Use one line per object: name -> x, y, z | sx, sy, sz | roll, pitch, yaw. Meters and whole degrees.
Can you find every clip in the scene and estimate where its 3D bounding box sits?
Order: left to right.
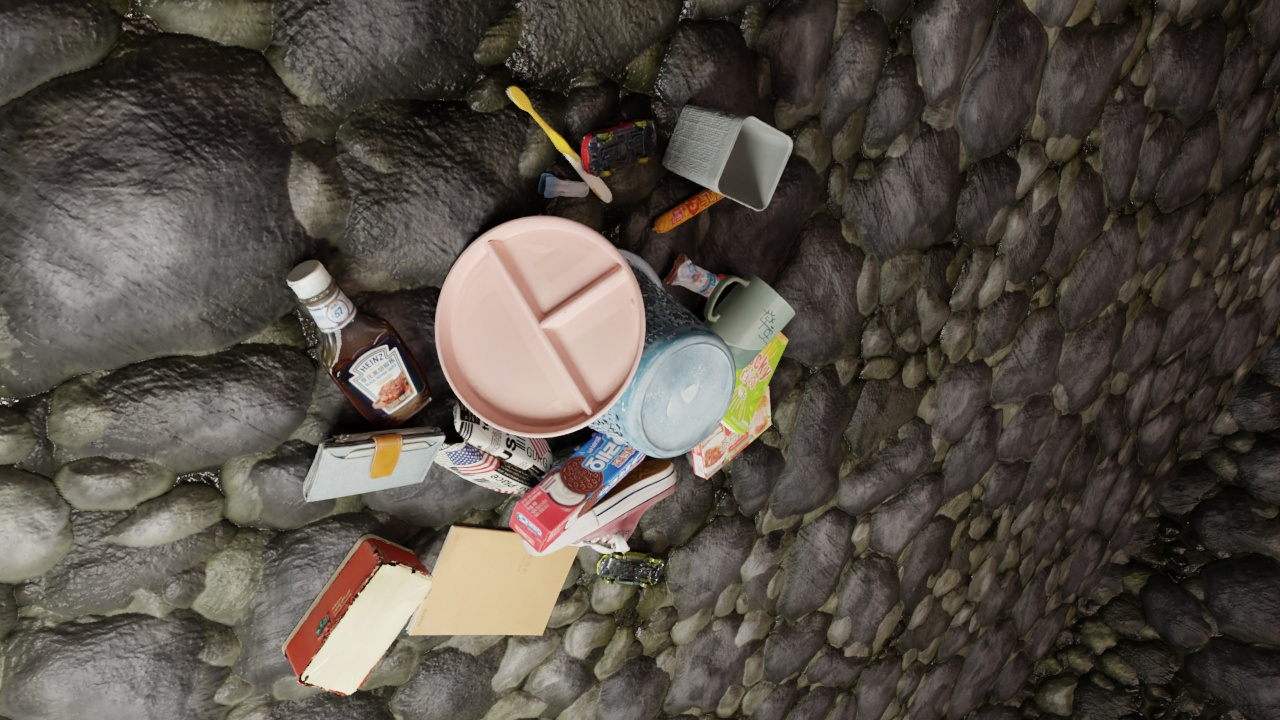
clip -> -0.084, -0.189, 1.006 | 0.057, 0.036, 0.025 | 0, 110, -39

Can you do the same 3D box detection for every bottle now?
bottle -> -0.284, -0.016, 0.919 | 0.079, 0.044, 0.195 | -37, 130, -14

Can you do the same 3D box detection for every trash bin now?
trash bin -> -0.006, 0.006, 1.050 | 0.226, 0.195, 0.227 | -19, 124, -31

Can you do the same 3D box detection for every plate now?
plate -> -0.104, -0.035, 0.954 | 0.229, 0.229, 0.028 | -62, 168, 5

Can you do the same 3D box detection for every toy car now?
toy car -> -0.023, -0.238, 1.020 | 0.106, 0.031, 0.049 | -28, 127, -37
toy car -> -0.016, 0.294, 1.309 | 0.105, 0.032, 0.048 | 12, 105, -30

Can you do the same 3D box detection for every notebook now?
notebook -> -0.183, 0.288, 1.185 | 0.211, 0.012, 0.149 | 17, 100, -43

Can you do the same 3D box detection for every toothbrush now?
toothbrush -> -0.085, -0.230, 0.988 | 0.016, 0.018, 0.191 | -51, 136, -3

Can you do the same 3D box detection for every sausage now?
sausage -> 0.077, -0.198, 1.130 | 0.164, 0.021, 0.021 | -34, 130, -21

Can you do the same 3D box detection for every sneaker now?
sneaker -> -0.043, 0.209, 1.196 | 0.240, 0.118, 0.088 | -22, 105, -35

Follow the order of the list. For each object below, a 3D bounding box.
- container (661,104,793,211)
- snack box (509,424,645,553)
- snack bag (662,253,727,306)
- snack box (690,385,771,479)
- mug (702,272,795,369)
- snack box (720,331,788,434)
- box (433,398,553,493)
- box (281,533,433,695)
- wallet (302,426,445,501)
container -> 0.095, -0.238, 1.058 | 0.090, 0.114, 0.090 | 14, 103, -43
snack box -> -0.069, 0.143, 1.122 | 0.206, 0.058, 0.057 | -39, 162, -39
snack bag -> 0.072, -0.104, 1.171 | 0.105, 0.026, 0.045 | 19, 112, -44
snack box -> 0.130, 0.098, 1.309 | 0.152, 0.025, 0.075 | -35, 132, -34
mug -> 0.126, -0.056, 1.183 | 0.106, 0.082, 0.111 | -47, 124, 2
snack box -> 0.144, 0.014, 1.262 | 0.085, 0.026, 0.156 | 40, 70, -39
box -> -0.177, 0.109, 1.075 | 0.087, 0.075, 0.162 | -33, 141, 18
box -> -0.313, 0.292, 1.034 | 0.168, 0.078, 0.091 | -54, 133, -2
wallet -> -0.279, 0.110, 0.967 | 0.129, 0.037, 0.107 | -6, 148, -36
